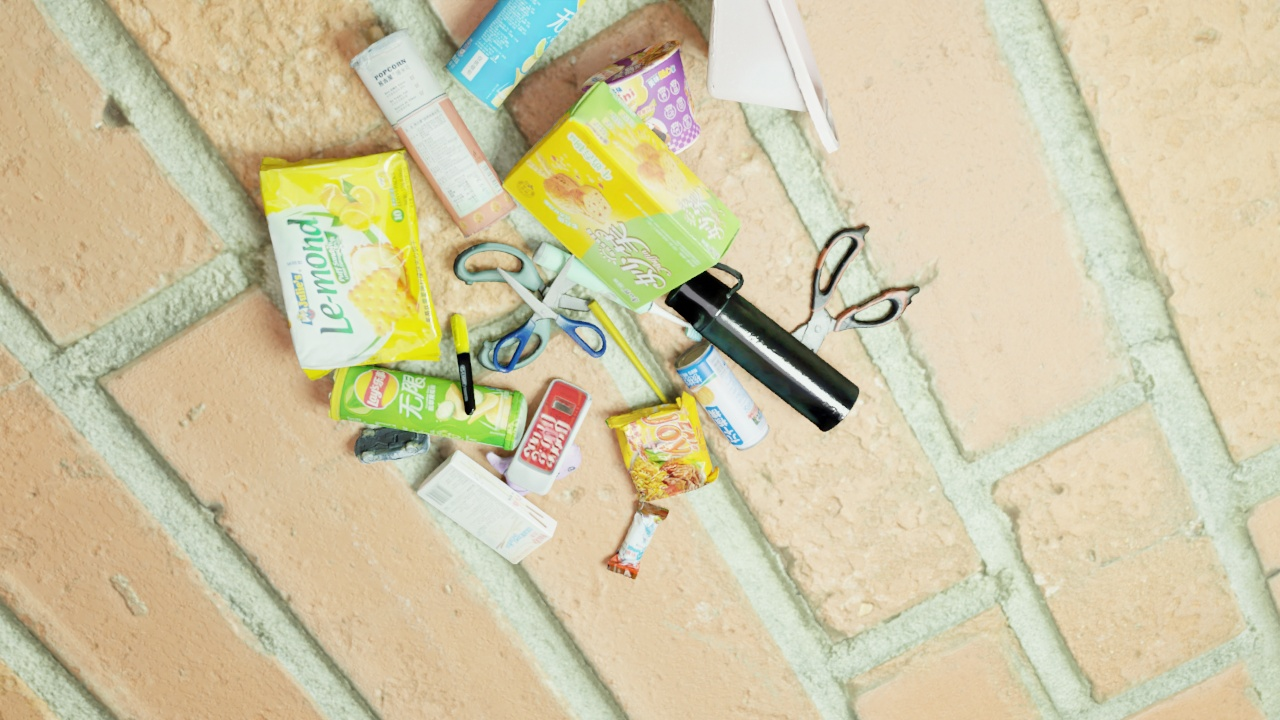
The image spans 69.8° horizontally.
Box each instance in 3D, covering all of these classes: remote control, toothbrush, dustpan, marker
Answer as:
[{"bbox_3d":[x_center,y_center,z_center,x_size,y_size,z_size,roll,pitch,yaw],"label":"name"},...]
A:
[{"bbox_3d":[-0.107,0.090,1.085,0.056,0.020,0.135,26,78,-1],"label":"remote control"},{"bbox_3d":[-0.021,-0.077,1.057,0.224,0.027,0.027,25,65,-18],"label":"toothbrush"},{"bbox_3d":[0.143,-0.347,0.890,0.139,0.222,0.274,7,121,7],"label":"dustpan"},{"bbox_3d":[-0.202,0.004,1.049,0.018,0.015,0.124,-24,67,33],"label":"marker"},{"bbox_3d":[-0.006,0.006,1.094,0.017,0.015,0.190,-31,110,13],"label":"toothbrush"}]

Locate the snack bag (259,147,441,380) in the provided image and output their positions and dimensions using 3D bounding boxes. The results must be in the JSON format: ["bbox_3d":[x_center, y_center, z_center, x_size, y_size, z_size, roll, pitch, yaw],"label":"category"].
[{"bbox_3d":[-0.310,-0.108,1.002,0.158,0.068,0.246,-9,100,-3],"label":"snack bag"}]

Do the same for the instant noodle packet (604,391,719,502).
[{"bbox_3d":[0.028,0.107,1.108,0.111,0.044,0.128,-16,116,7],"label":"instant noodle packet"}]

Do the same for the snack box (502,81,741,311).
[{"bbox_3d":[-0.022,-0.165,0.967,0.210,0.069,0.158,43,145,-15],"label":"snack box"}]

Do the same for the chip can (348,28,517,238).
[{"bbox_3d":[-0.216,-0.237,0.976,0.071,0.071,0.215,-30,107,7],"label":"chip can"}]

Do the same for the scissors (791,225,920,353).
[{"bbox_3d":[0.227,-0.056,1.089,0.226,0.015,0.189,-15,108,3],"label":"scissors"}]

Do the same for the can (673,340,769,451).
[{"bbox_3d":[0.098,0.043,1.095,0.053,0.053,0.134,-35,107,8],"label":"can"}]

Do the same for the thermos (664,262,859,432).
[{"bbox_3d":[0.145,-0.020,1.053,0.242,0.068,0.090,38,136,-9],"label":"thermos"}]

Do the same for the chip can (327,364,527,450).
[{"bbox_3d":[-0.244,0.053,1.070,0.221,0.072,0.073,11,107,-7],"label":"chip can"}]

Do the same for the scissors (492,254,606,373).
[{"bbox_3d":[-0.106,-0.047,1.046,0.162,0.012,0.173,21,117,-23],"label":"scissors"}]

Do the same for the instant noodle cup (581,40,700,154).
[{"bbox_3d":[0.008,-0.266,0.965,0.111,0.111,0.099,-24,115,5],"label":"instant noodle cup"}]

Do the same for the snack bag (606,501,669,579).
[{"bbox_3d":[-0.003,0.228,1.166,0.048,0.026,0.104,22,106,-22],"label":"snack bag"}]

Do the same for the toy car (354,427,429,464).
[{"bbox_3d":[-0.297,0.101,1.101,0.090,0.043,0.034,-12,142,-4],"label":"toy car"}]

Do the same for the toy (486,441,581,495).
[{"bbox_3d":[-0.125,0.124,1.117,0.108,0.039,0.084,-24,118,5],"label":"toy"}]

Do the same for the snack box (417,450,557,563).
[{"bbox_3d":[-0.188,0.181,1.124,0.157,0.026,0.085,39,127,-15],"label":"snack box"}]

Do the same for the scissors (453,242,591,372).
[{"bbox_3d":[-0.147,-0.075,1.058,0.170,0.019,0.181,-39,110,9],"label":"scissors"}]

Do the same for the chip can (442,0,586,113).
[{"bbox_3d":[-0.111,-0.357,0.943,0.071,0.071,0.210,40,103,-14],"label":"chip can"}]
